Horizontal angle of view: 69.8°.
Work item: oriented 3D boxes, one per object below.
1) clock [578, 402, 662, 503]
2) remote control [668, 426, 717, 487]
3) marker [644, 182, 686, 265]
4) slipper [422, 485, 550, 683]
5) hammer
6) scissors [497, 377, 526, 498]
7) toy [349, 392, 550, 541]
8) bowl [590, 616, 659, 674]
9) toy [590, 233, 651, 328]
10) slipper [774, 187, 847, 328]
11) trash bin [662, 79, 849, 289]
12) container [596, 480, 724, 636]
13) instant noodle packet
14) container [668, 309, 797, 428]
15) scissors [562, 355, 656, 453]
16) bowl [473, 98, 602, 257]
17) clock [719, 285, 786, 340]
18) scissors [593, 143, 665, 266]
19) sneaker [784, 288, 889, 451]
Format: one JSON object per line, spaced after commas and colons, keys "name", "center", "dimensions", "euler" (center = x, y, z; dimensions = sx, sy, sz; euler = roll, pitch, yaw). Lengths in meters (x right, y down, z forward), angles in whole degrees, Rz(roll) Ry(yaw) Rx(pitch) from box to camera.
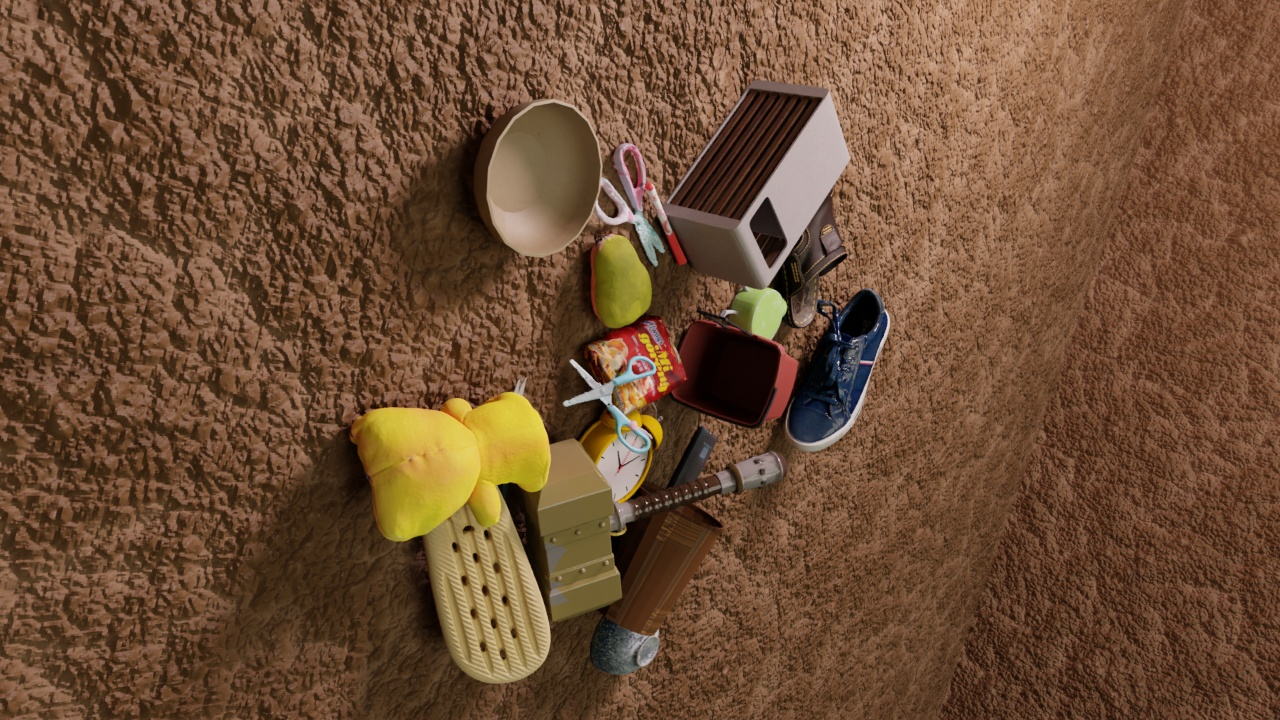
{"name": "clock", "center": [-0.027, 0.115, 1.148], "dimensions": [0.113, 0.052, 0.152], "euler": [36, 82, -52]}
{"name": "remote control", "center": [0.068, 0.169, 1.314], "dimensions": [0.047, 0.022, 0.150], "euler": [38, 77, -52]}
{"name": "marker", "center": [0.030, -0.163, 1.105], "dimensions": [0.012, 0.013, 0.142], "euler": [-54, 145, -18]}
{"name": "slipper", "center": [-0.179, 0.228, 0.997], "dimensions": [0.111, 0.079, 0.261], "euler": [-19, 108, -20]}
{"name": "hammer", "center": [0.026, 0.166, 1.086], "dimensions": [0.324, 0.100, 0.190], "euler": [-14, 119, -19]}
{"name": "scissors", "center": [-0.149, 0.096, 1.012], "dimensions": [0.127, 0.019, 0.142], "euler": [-36, 126, -28]}
{"name": "toy", "center": [-0.173, 0.097, 0.891], "dimensions": [0.193, 0.088, 0.134], "euler": [-10, 74, -42]}
{"name": "bowl", "center": [-0.010, 0.397, 1.298], "dimensions": [0.114, 0.061, 0.114], "euler": [-26, 126, -43]}
{"name": "toy", "center": [-0.024, -0.094, 1.050], "dimensions": [0.089, 0.051, 0.110], "euler": [-37, 130, -38]}
{"name": "slipper", "center": [0.250, -0.166, 1.333], "dimensions": [0.112, 0.076, 0.268], "euler": [-31, 129, -40]}
{"name": "trash bin", "center": [0.148, -0.222, 1.147], "dimensions": [0.228, 0.115, 0.114], "euler": [-56, 141, -17]}
{"name": "container", "center": [0.015, 0.264, 1.215], "dimensions": [0.132, 0.132, 0.167], "euler": [26, 92, -53]}
{"name": "instant noodle packet", "center": [-0.007, 0.006, 1.105], "dimensions": [0.135, 0.040, 0.098], "euler": [-28, 96, -40]}
{"name": "container", "center": [0.113, 0.013, 1.192], "dimensions": [0.200, 0.148, 0.127], "euler": [11, 97, -62]}
{"name": "scissors", "center": [-0.023, 0.036, 1.047], "dimensions": [0.135, 0.015, 0.133], "euler": [49, 57, -13]}
{"name": "bowl", "center": [-0.108, -0.181, 0.903], "dimensions": [0.152, 0.050, 0.152], "euler": [-26, 126, -42]}
{"name": "clock", "center": [0.167, -0.063, 1.309], "dimensions": [0.119, 0.042, 0.094], "euler": [37, 79, -52]}
{"name": "scissors", "center": [-0.013, -0.158, 1.064], "dimensions": [0.102, 0.016, 0.179], "euler": [-52, 143, -27]}
{"name": "sneaker", "center": [0.311, 0.004, 1.470], "dimensions": [0.294, 0.121, 0.127], "euler": [-60, 155, -17]}
